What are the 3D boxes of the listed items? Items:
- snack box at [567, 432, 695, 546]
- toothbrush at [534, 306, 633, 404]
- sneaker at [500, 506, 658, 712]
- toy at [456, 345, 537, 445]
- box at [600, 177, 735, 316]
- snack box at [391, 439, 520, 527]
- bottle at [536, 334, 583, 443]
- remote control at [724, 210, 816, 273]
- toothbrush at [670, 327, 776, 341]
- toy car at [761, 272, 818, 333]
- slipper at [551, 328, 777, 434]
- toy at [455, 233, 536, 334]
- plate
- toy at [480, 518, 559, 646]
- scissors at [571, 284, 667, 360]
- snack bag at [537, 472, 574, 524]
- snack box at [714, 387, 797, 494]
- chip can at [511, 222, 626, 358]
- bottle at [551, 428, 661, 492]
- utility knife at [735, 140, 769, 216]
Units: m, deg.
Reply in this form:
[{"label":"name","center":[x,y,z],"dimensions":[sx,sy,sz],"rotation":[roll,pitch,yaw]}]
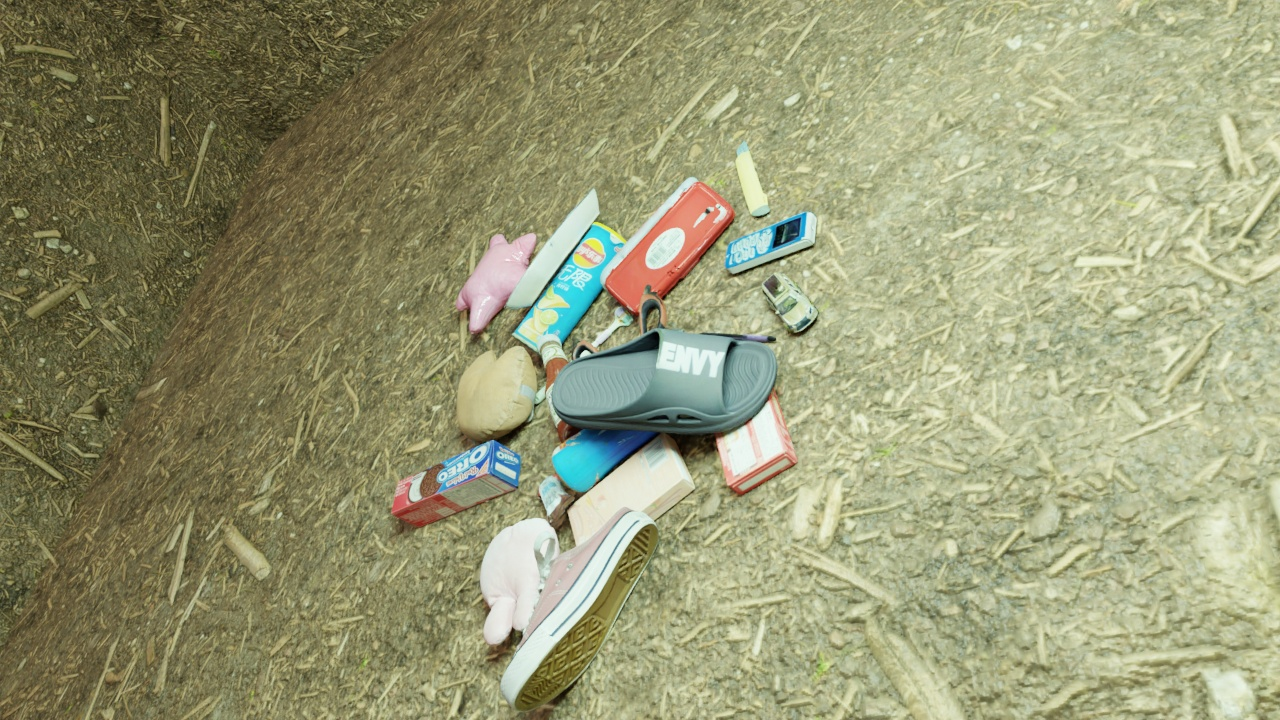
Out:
[{"label":"snack box","center":[-0.014,0.161,1.063],"dimensions":[0.157,0.026,0.084],"rotation":[-40,36,13]},{"label":"toothbrush","center":[-0.086,-0.003,1.299],"dimensions":[0.190,0.029,0.020],"rotation":[-43,-7,11]},{"label":"sneaker","center":[-0.078,0.255,0.982],"dimensions":[0.088,0.118,0.240],"rotation":[23,69,35]},{"label":"toy","center":[-0.229,0.054,1.354],"dimensions":[0.226,0.082,0.143],"rotation":[-7,60,55]},{"label":"box","center":[0.040,-0.152,1.283],"dimensions":[0.094,0.100,0.201],"rotation":[43,91,14]},{"label":"snack box","center":[-0.259,0.176,1.290],"dimensions":[0.208,0.058,0.057],"rotation":[-24,45,31]},{"label":"bottle","center":[-0.103,0.035,1.236],"dimensions":[0.060,0.059,0.206],"rotation":[-40,40,13]},{"label":"remote control","center":[0.164,-0.147,1.157],"dimensions":[0.125,0.024,0.048],"rotation":[-19,45,37]},{"label":"toothbrush","center":[0.096,-0.031,1.134],"dimensions":[0.189,0.014,0.016],"rotation":[3,48,48]},{"label":"toy car","center":[0.172,-0.067,1.067],"dimensions":[0.042,0.035,0.090],"rotation":[-42,38,12]},{"label":"slipper","center":[0.014,0.022,1.014],"dimensions":[0.269,0.083,0.110],"rotation":[-5,62,20]},{"label":"toy","center":[-0.238,-0.129,1.533],"dimensions":[0.179,0.074,0.194],"rotation":[13,72,49]},{"label":"plate","center":[-0.127,-0.165,1.404],"dimensions":[0.162,0.034,0.264],"rotation":[-50,7,36]},{"label":"toy","center":[-0.148,0.261,1.091],"dimensions":[0.122,0.054,0.159],"rotation":[-31,36,27]},{"label":"scissors","center":[-0.006,0.004,1.168],"dimensions":[0.189,0.015,0.224],"rotation":[-17,59,24]},{"label":"snack bag","center":[-0.107,0.168,1.140],"dimensions":[0.045,0.026,0.105],"rotation":[-47,19,-1]},{"label":"snack box","center":[0.118,0.068,1.008],"dimensions":[0.075,0.025,0.152],"rotation":[-35,38,21]},{"label":"chip can","center":[-0.101,-0.101,1.360],"dimensions":[0.210,0.071,0.071],"rotation":[-55,36,-6]},{"label":"bottle","center":[-0.008,0.072,1.090],"dimensions":[0.219,0.065,0.065],"rotation":[-39,37,13]},{"label":"utility knife","center":[0.152,-0.254,1.272],"dimensions":[0.031,0.019,0.178],"rotation":[-28,46,21]}]
